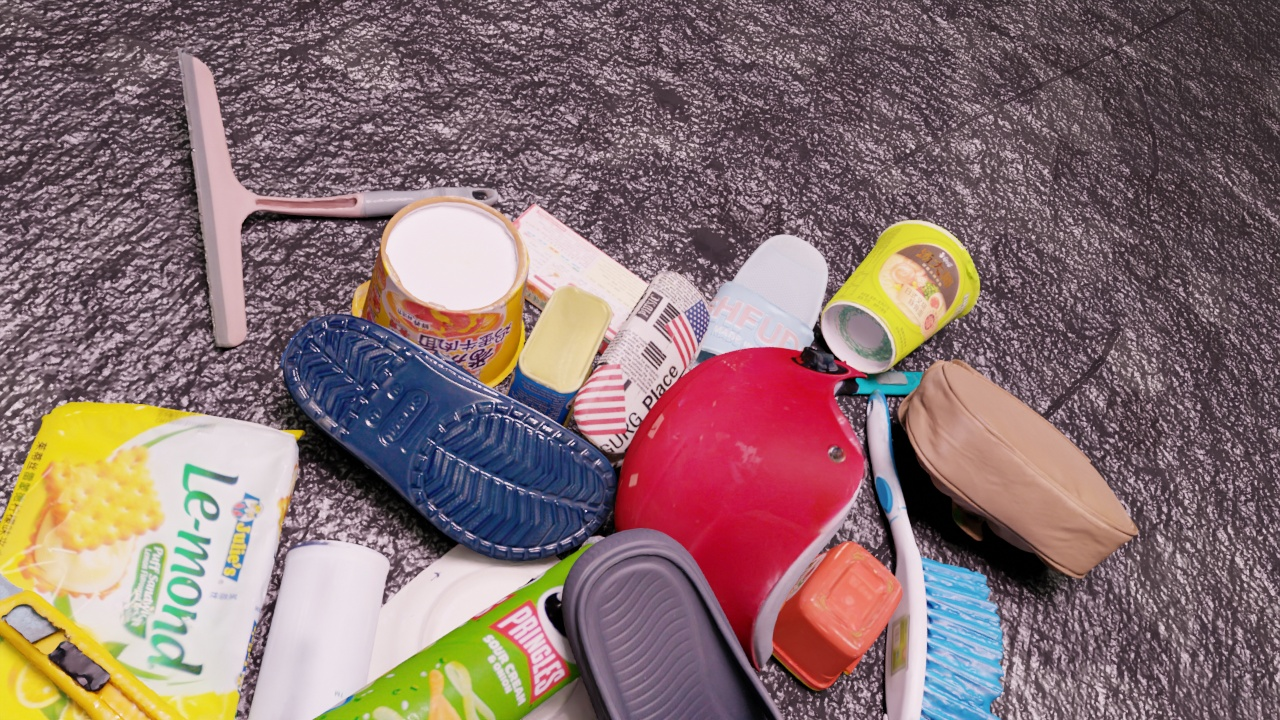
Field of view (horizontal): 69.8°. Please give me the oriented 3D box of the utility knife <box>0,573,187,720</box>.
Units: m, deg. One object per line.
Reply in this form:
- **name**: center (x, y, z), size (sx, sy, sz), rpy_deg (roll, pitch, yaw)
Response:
- **utility knife**: center (-0.314, 0.163, 0.499), size (0.202, 0.015, 0.033), rpy_deg (36, 53, 7)

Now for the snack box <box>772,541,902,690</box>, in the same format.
- **snack box**: center (0.145, 0.188, 0.686), size (0.082, 0.080, 0.091), rpy_deg (43, 55, 9)

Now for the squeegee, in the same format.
- **squeegee**: center (-0.243, -0.135, 0.781), size (0.249, 0.040, 0.247), rpy_deg (-6, 77, -28)

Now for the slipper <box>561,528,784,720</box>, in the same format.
- **slipper**: center (0.035, 0.229, 0.538), size (0.110, 0.083, 0.268), rpy_deg (-26, 104, -10)

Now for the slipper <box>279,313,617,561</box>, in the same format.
- **slipper**: center (-0.140, 0.058, 0.665), size (0.253, 0.095, 0.105), rpy_deg (32, 85, -6)

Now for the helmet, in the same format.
- **helmet**: center (0.063, 0.078, 0.657), size (0.144, 0.207, 0.239), rpy_deg (21, 30, 4)

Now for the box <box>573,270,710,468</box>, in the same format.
- **box**: center (-0.004, 0.004, 0.721), size (0.076, 0.086, 0.161), rpy_deg (9, 53, 40)

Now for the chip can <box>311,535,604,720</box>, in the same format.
- **chip can**: center (-0.096, 0.191, 0.545), size (0.235, 0.072, 0.072), rpy_deg (-26, 70, -39)

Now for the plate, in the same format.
- **plate**: center (-0.094, 0.199, 0.625), size (0.163, 0.034, 0.163), rpy_deg (43, 55, 11)

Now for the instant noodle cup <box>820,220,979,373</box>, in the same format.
- **instant noodle cup**: center (0.234, -0.052, 0.853), size (0.111, 0.112, 0.123), rpy_deg (44, 60, 10)

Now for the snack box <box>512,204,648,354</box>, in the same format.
- **snack box**: center (-0.056, -0.068, 0.810), size (0.156, 0.027, 0.076), rpy_deg (36, 54, 5)

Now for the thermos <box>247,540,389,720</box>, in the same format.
- **thermos**: center (-0.201, 0.225, 0.550), size (0.073, 0.073, 0.223), rpy_deg (10, 57, -13)

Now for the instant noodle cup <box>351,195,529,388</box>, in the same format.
- **instant noodle cup**: center (-0.150, -0.053, 0.717), size (0.138, 0.110, 0.137), rpy_deg (8, 58, -13)

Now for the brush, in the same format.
- **brush**: center (0.231, 0.162, 0.752), size (0.109, 0.061, 0.313), rpy_deg (18, 52, -3)

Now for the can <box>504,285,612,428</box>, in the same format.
- **can**: center (-0.067, 0.003, 0.727), size (0.057, 0.083, 0.101), rpy_deg (25, 54, -3)

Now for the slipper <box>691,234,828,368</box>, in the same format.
- **slipper**: center (0.110, -0.036, 0.819), size (0.104, 0.074, 0.244), rpy_deg (33, 53, 2)

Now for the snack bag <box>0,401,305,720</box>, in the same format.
- **snack bag**: center (-0.311, 0.140, 0.566), size (0.158, 0.068, 0.246), rpy_deg (9, 58, -12)

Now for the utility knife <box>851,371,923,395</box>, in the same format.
- **utility knife**: center (0.248, 0.020, 0.868), size (0.182, 0.013, 0.029), rpy_deg (2, 58, -18)

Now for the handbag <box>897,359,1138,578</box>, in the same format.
- **handbag**: center (0.306, 0.091, 0.773), size (0.204, 0.100, 0.147), rpy_deg (37, 25, -9)
